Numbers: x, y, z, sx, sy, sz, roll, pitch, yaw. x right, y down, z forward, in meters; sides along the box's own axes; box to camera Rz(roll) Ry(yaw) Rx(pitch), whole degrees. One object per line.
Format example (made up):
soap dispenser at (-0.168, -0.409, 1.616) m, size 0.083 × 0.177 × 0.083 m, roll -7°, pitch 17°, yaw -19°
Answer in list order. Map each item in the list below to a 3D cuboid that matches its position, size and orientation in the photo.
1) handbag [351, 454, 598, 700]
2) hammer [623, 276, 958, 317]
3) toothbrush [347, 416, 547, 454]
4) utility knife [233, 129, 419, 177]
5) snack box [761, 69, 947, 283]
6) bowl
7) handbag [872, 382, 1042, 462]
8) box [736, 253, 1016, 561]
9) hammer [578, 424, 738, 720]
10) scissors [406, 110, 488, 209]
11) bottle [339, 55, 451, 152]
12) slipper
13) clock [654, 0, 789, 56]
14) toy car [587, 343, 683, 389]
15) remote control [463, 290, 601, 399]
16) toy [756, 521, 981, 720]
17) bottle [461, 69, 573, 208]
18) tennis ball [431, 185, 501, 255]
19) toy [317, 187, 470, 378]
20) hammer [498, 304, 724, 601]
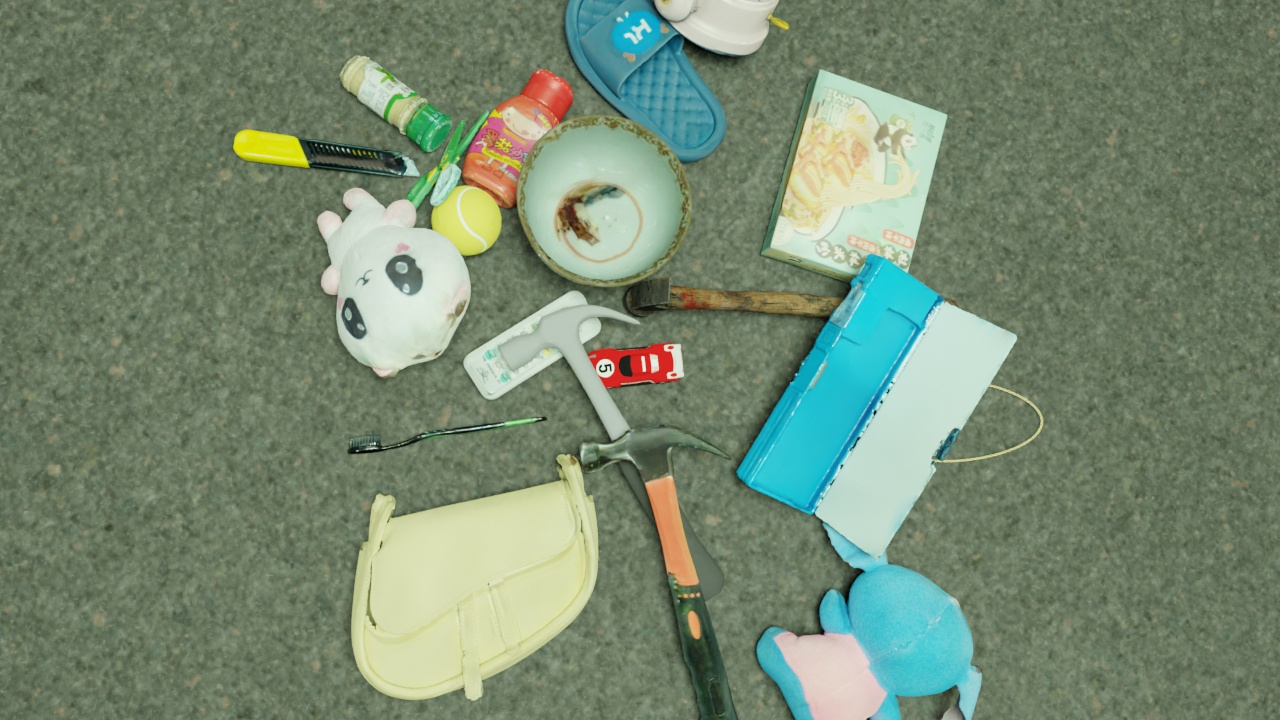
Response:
handbag at (-0.145, 0.196, 0.826) m, size 0.232 × 0.089 × 0.191 m, roll -13°, pitch 82°, yaw -8°
hammer at (0.157, -0.055, 0.886) m, size 0.330 × 0.120 × 0.033 m, roll 2°, pitch 90°, yaw -13°
toothbrush at (-0.182, 0.067, 0.871) m, size 0.188 × 0.014 × 0.017 m, roll -9°, pitch 77°, yaw -8°
utility knife at (-0.299, -0.196, 0.882) m, size 0.174 × 0.020 × 0.028 m, roll 7°, pitch 84°, yaw -5°
snack box at (0.217, -0.178, 0.929) m, size 0.141 × 0.044 × 0.193 m, roll 17°, pitch 81°, yaw -6°
bowl at (-0.038, -0.139, 0.869) m, size 0.160 × 0.094 × 0.160 m, roll 1°, pitch 84°, yaw -7°
handbag at (0.323, 0.061, 0.926) m, size 0.178 × 0.027 × 0.084 m, roll 2°, pitch 83°, yaw -8°
box at (0.212, 0.042, 0.839) m, size 0.114 × 0.114 × 0.243 m, roll 27°, pitch 97°, yaw -28°
hammer at (0.045, 0.221, 0.851) m, size 0.133 × 0.033 × 0.333 m, roll -14°, pitch 95°, yaw -5°
scissors at (-0.178, -0.188, 0.866) m, size 0.012 × 0.112 × 0.131 m, roll 38°, pitch 88°, yaw -34°
bottle at (-0.236, -0.248, 0.885) m, size 0.110 × 0.043 × 0.042 m, roll 37°, pitch 81°, yaw 0°
slipper at (0.004, -0.291, 0.910) m, size 0.103 × 0.059 × 0.213 m, roll -36°, pitch 90°, yaw -7°
clock at (0.064, -0.364, 0.894) m, size 0.157 × 0.059 × 0.116 m, roll 11°, pitch 53°, yaw -19°
toy car at (-0.005, 0.005, 0.892) m, size 0.089 × 0.025 × 0.038 m, roll -5°, pitch 84°, yaw -7°
remote control at (-0.103, -0.015, 0.884) m, size 0.133 × 0.022 × 0.050 m, roll -33°, pitch 88°, yaw -9°
toy at (0.207, 0.265, 0.862) m, size 0.191 × 0.099 × 0.224 m, roll -31°, pitch 81°, yaw 2°
bottle at (-0.115, -0.218, 0.892) m, size 0.071 × 0.048 × 0.134 m, roll 30°, pitch 81°, yaw -1°
tennis ball at (-0.164, -0.132, 0.868) m, size 0.065 × 0.065 × 0.065 m, roll 1°, pitch 84°, yaw -7°
toy at (-0.231, -0.078, 0.840) m, size 0.139 × 0.101 × 0.179 m, roll -39°, pitch 80°, yaw 13°
hammer at (-0.004, 0.088, 0.867) m, size 0.125 × 0.029 × 0.311 m, roll -30°, pitch 95°, yaw -4°
